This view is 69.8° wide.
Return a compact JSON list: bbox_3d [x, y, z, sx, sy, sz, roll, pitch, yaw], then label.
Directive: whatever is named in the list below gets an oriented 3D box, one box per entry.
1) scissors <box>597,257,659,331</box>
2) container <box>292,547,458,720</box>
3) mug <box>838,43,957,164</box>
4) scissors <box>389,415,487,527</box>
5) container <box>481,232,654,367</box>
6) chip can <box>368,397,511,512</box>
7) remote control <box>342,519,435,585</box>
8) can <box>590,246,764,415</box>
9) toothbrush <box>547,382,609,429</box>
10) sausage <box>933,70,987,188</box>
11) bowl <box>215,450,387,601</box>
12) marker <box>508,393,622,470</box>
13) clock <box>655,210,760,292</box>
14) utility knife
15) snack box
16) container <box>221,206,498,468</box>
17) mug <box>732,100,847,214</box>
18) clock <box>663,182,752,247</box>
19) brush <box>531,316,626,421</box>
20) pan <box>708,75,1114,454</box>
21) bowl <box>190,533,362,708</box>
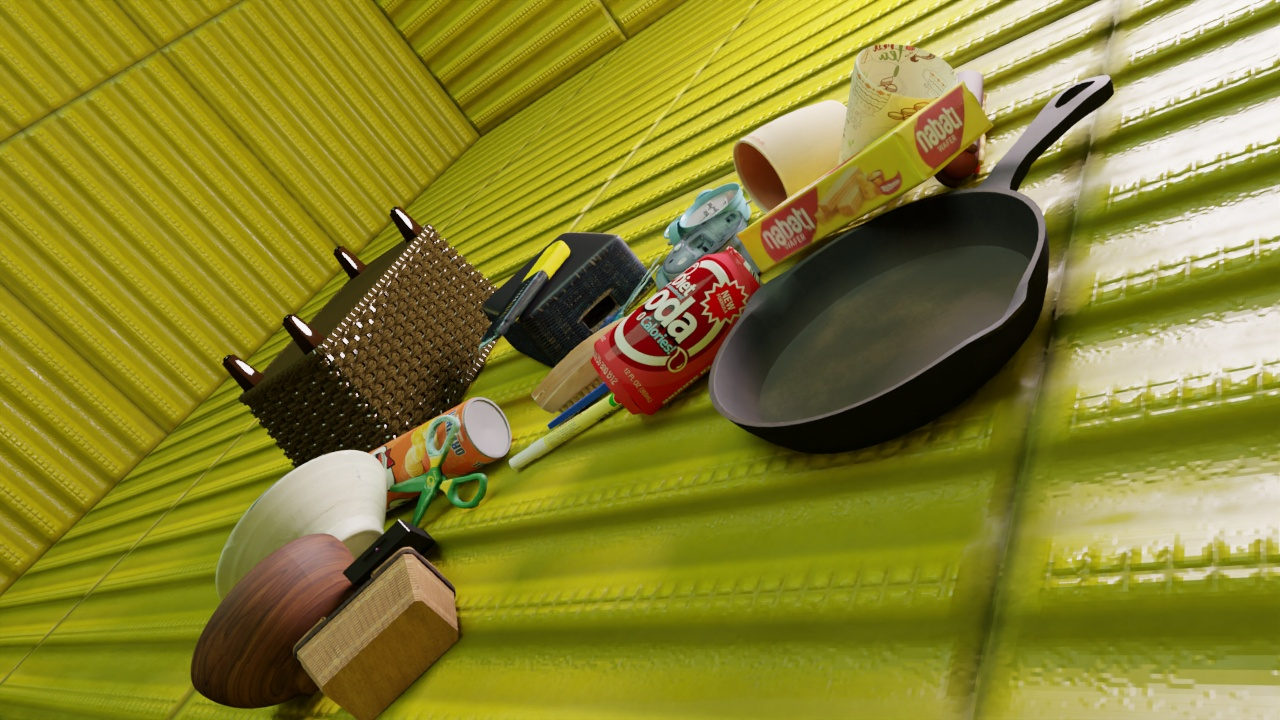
[{"bbox_3d":[-0.017,-0.056,0.906,0.135,0.015,0.086,-58,11,13],"label":"scissors"},{"bbox_3d":[-0.185,0.201,0.662,0.114,0.063,0.061,-43,29,-9],"label":"container"},{"bbox_3d":[0.205,-0.210,0.767,0.081,0.097,0.121,5,48,-2],"label":"mug"},{"bbox_3d":[-0.191,0.103,0.843,0.129,0.119,0.012,-12,-9,33],"label":"scissors"},{"bbox_3d":[-0.088,-0.074,1.029,0.145,0.071,0.187,-44,22,-12],"label":"container"},{"bbox_3d":[-0.225,0.103,0.909,0.211,0.062,0.062,-26,25,29],"label":"chip can"},{"bbox_3d":[-0.199,0.158,0.741,0.058,0.013,0.133,-44,-8,-14],"label":"remote control"},{"bbox_3d":[0.033,-0.022,0.730,0.142,0.074,0.074,-38,22,2],"label":"can"},{"bbox_3d":[-0.005,0.005,0.807,0.187,0.016,0.011,-35,14,2],"label":"toothbrush"},{"bbox_3d":[0.263,-0.192,0.752,0.040,0.040,0.155,-22,27,35],"label":"sausage"},{"bbox_3d":[-0.277,0.169,0.810,0.058,0.177,0.176,33,67,24],"label":"bowl"},{"bbox_3d":[-0.060,0.059,0.801,0.132,0.014,0.014,-32,22,16],"label":"marker"},{"bbox_3d":[0.058,-0.083,0.844,0.124,0.051,0.088,-38,23,3],"label":"clock"},{"bbox_3d":[-0.119,-0.067,0.939,0.029,0.020,0.170,-18,29,42],"label":"utility knife"},{"bbox_3d":[0.165,-0.134,0.708,0.092,0.042,0.201,-38,5,-29],"label":"snack box"},{"bbox_3d":[-0.326,-0.022,1.124,0.177,0.205,0.320,-25,26,31],"label":"container"},{"bbox_3d":[0.152,-0.192,0.887,0.104,0.085,0.111,-33,-9,-12],"label":"mug"},{"bbox_3d":[0.067,-0.154,0.981,0.087,0.042,0.123,-50,26,-25],"label":"clock"},{"bbox_3d":[-0.044,0.008,0.842,0.117,0.039,0.049,-42,21,-6],"label":"brush"},{"bbox_3d":[0.197,-0.065,0.598,0.355,0.043,0.249,-43,21,-13],"label":"pan"},{"bbox_3d":[-0.263,0.215,0.712,0.147,0.069,0.147,-51,-19,-25],"label":"bowl"}]
